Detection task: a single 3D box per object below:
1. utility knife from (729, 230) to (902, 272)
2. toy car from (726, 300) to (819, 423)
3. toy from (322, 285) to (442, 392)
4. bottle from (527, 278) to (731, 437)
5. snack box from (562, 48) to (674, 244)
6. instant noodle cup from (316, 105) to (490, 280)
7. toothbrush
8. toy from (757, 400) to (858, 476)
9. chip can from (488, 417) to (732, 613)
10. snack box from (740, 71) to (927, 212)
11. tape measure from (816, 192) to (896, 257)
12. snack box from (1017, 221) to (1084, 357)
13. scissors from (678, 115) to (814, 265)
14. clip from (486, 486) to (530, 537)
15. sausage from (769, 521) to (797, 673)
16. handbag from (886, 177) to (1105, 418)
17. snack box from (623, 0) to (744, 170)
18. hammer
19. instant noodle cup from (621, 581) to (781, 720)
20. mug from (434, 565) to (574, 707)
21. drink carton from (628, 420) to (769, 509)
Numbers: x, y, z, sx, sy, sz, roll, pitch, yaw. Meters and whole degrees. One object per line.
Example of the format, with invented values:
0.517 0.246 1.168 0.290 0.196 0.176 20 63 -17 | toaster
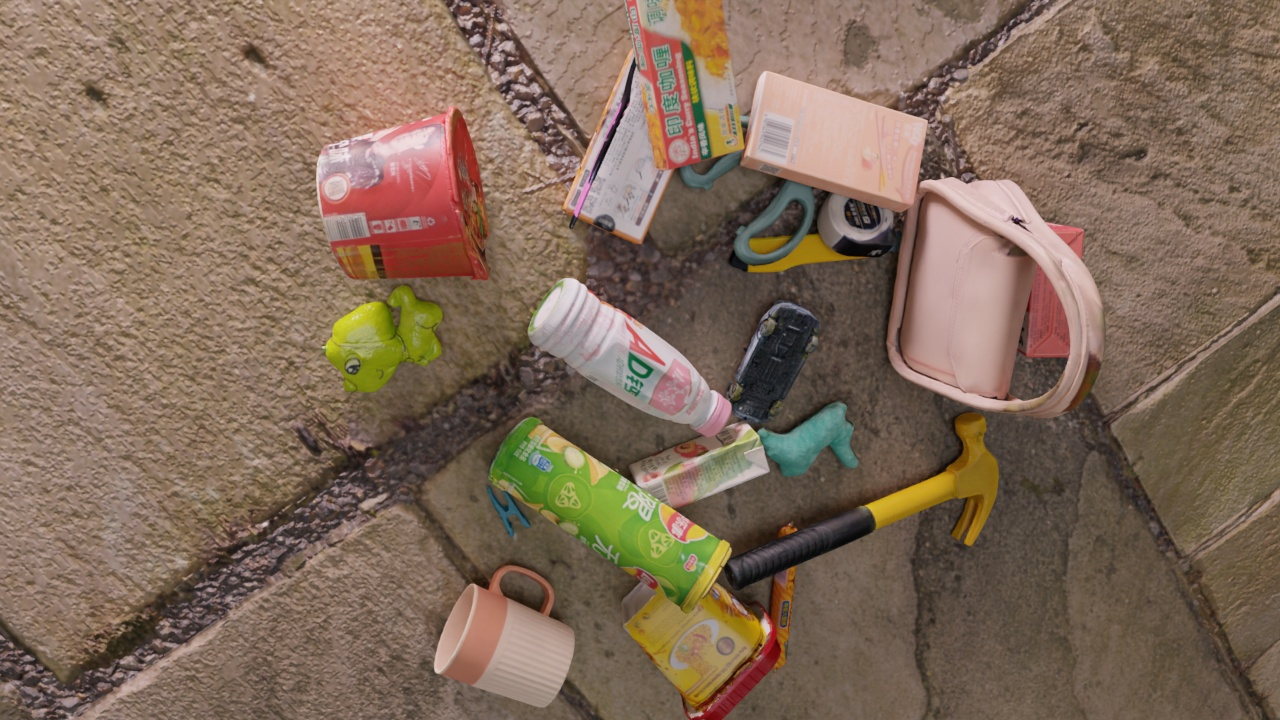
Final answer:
0.186 -0.105 0.860 0.216 0.015 0.033 -5 106 -10 | utility knife
0.123 0.002 0.863 0.054 0.036 0.121 19 108 -14 | toy car
-0.223 -0.019 0.797 0.100 0.031 0.097 2 102 -15 | toy
-0.005 0.005 0.825 0.197 0.068 0.068 34 94 -19 | bottle
-0.004 -0.186 0.802 0.075 0.026 0.154 23 97 -14 | snack box
-0.187 -0.126 0.730 0.108 0.137 0.138 -8 104 0 | instant noodle cup
-0.020 -0.198 0.775 0.017 0.014 0.189 21 97 -23 | toothbrush
0.171 0.080 0.892 0.092 0.030 0.096 -36 112 1 | toy
-0.030 0.133 0.807 0.221 0.072 0.072 32 95 7 | chip can
0.172 -0.192 0.811 0.157 0.026 0.084 15 79 -9 | snack box
0.196 -0.129 0.837 0.066 0.034 0.065 3 72 -11 | tape measure
0.362 -0.070 0.850 0.044 0.127 0.113 -1 102 5 | snack box
0.128 -0.159 0.830 0.177 0.019 0.171 -18 95 -11 | scissors
-0.125 0.138 0.858 0.047 0.014 0.057 -27 105 -2 | clip
0.143 0.240 0.925 0.021 0.021 0.165 2 102 -11 | sausage
0.304 -0.043 0.775 0.093 0.234 0.193 -4 113 -10 | handbag
0.036 -0.244 0.761 0.077 0.027 0.156 -20 111 -20 | snack box
0.223 0.157 0.902 0.300 0.033 0.129 -19 105 -13 | hammer
0.051 0.255 0.872 0.123 0.116 0.116 44 92 -5 | instant noodle cup
-0.120 0.253 0.857 0.106 0.082 0.114 27 67 -17 | mug
0.056 0.103 0.863 0.122 0.053 0.045 -20 107 -5 | drink carton
